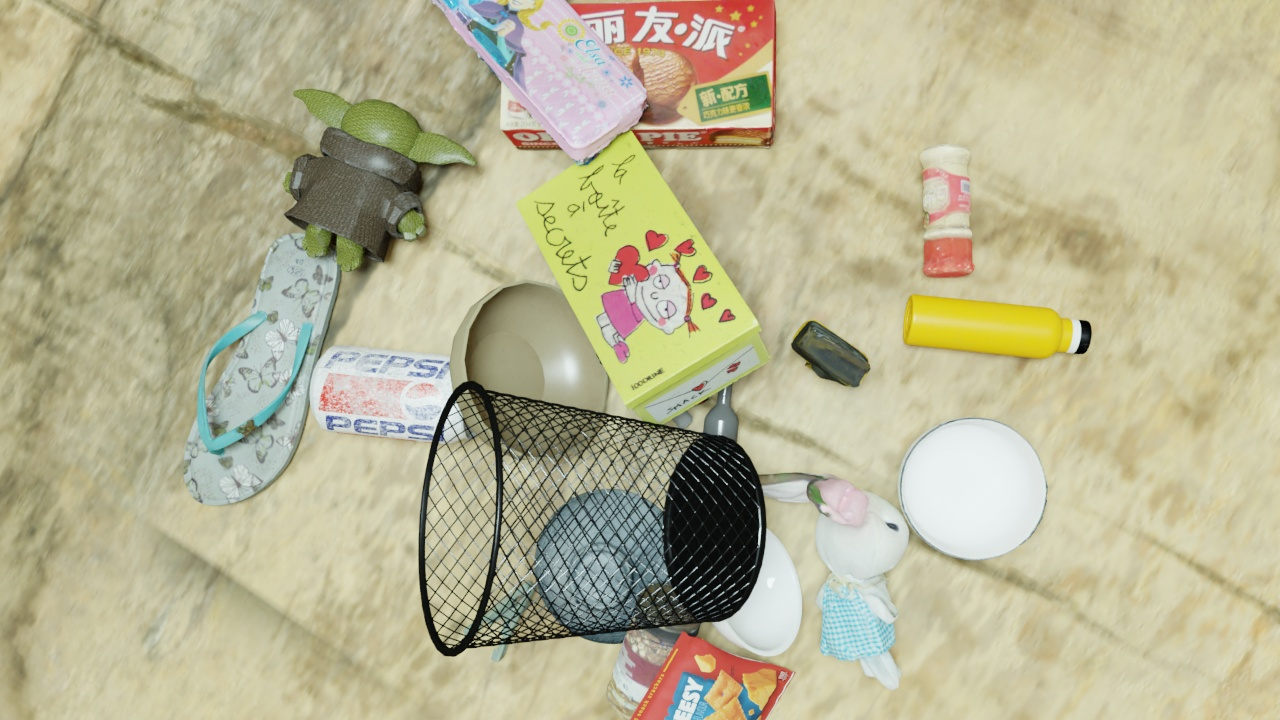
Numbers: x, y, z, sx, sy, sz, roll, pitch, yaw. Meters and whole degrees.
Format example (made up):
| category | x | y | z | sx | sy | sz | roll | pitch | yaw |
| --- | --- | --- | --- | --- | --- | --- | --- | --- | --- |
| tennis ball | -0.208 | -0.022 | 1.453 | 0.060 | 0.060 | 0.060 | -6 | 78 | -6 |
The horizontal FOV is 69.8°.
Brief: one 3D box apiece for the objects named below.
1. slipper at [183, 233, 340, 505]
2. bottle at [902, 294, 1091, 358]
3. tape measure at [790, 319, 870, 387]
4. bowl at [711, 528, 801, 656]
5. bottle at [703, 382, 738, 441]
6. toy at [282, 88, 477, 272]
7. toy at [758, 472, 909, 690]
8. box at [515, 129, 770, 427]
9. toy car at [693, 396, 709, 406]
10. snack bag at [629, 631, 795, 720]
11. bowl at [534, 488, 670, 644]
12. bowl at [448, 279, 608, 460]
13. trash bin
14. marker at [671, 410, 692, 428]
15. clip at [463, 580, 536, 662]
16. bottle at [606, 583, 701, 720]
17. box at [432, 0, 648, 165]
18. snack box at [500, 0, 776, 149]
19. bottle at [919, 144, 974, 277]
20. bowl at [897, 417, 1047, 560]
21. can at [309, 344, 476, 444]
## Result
| category | x | y | z | sx | sy | sz | roll | pitch | yaw |
| --- | --- | --- | --- | --- | --- | --- | --- | --- | --- |
| slipper | -0.344 | 0.012 | 0.836 | 0.098 | 0.054 | 0.268 | 22 | 89 | 5 |
| bottle | 0.296 | -0.027 | 0.765 | 0.144 | 0.043 | 0.043 | 6 | 88 | 7 |
| tape measure | 0.158 | -0.004 | 0.771 | 0.065 | 0.064 | 0.037 | 35 | 99 | -2 |
| bowl | 0.083 | 0.192 | 0.765 | 0.041 | 0.109 | 0.110 | -28 | 83 | 41 |
| bottle | 0.069 | 0.067 | 0.795 | 0.030 | 0.030 | 0.113 | 6 | 88 | 7 |
| toy | -0.248 | -0.158 | 0.818 | 0.179 | 0.078 | 0.152 | 22 | 82 | 7 |
| toy | 0.184 | 0.172 | 0.750 | 0.105 | 0.131 | 0.205 | -24 | 98 | -16 |
| box | -0.001 | -0.069 | 0.751 | 0.124 | 0.081 | 0.221 | -30 | 65 | 5 |
| toy car | 0.035 | -0.004 | 0.795 | 0.036 | 0.042 | 0.091 | -17 | 87 | -2 |
| snack bag | 0.049 | 0.294 | 0.756 | 0.144 | 0.039 | 0.131 | 30 | 92 | -35 |
| bowl | -0.030 | 0.181 | 0.788 | 0.137 | 0.057 | 0.137 | 0 | 88 | 7 |
| bowl | -0.100 | 0.011 | 0.777 | 0.051 | 0.152 | 0.152 | -12 | 85 | 45 |
| trash bin | -0.035 | 0.118 | 0.673 | 0.210 | 0.184 | 0.184 | 8 | 88 | -27 |
| marker | -0.005 | 0.005 | 0.813 | 0.016 | 0.016 | 0.140 | -42 | 84 | 3 |
| clip | -0.119 | 0.226 | 0.815 | 0.059 | 0.023 | 0.076 | 40 | 95 | 5 |
| bottle | 0.011 | 0.245 | 0.765 | 0.056 | 0.056 | 0.105 | 20 | 112 | 7 |
| box | -0.093 | -0.267 | 0.766 | 0.084 | 0.053 | 0.230 | -38 | 80 | -14 |
| snack box | -0.001 | -0.247 | 0.801 | 0.236 | 0.060 | 0.113 | 2 | 86 | 7 |
| bottle | 0.259 | -0.126 | 0.775 | 0.044 | 0.044 | 0.109 | -1 | 87 | 7 |
| bowl | 0.266 | 0.102 | 0.753 | 0.113 | 0.063 | 0.113 | 0 | 88 | 7 |
| can | -0.211 | 0.030 | 0.806 | 0.136 | 0.078 | 0.078 | 5 | 88 | 7 |
